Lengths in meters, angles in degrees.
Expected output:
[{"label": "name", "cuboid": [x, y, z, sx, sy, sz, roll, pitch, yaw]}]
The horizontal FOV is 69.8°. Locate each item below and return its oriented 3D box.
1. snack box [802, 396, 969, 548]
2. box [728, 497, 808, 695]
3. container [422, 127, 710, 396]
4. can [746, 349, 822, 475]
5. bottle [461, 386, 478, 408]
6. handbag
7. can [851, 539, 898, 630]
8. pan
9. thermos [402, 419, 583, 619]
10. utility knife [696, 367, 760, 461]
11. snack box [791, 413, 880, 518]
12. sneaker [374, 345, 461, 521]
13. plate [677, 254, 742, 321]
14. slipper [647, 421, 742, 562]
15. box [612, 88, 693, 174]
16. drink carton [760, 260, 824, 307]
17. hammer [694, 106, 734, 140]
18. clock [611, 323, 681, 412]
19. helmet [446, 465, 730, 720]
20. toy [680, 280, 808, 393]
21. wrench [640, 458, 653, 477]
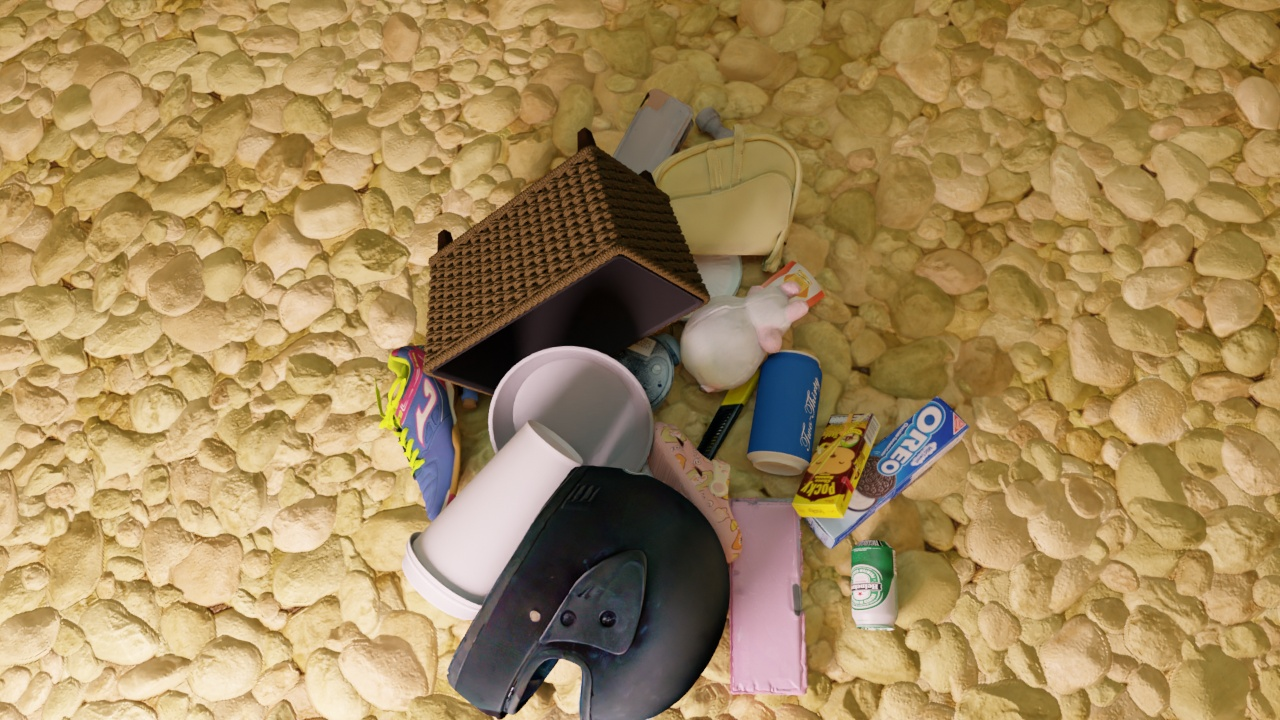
[{"label": "snack box", "cuboid": [0.302, 0.139, 1.136, 0.226, 0.059, 0.059, -37, 67, -9]}, {"label": "box", "cuboid": [0.151, 0.281, 1.106, 0.098, 0.037, 0.232, 1, 70, 4]}, {"label": "container", "cuboid": [-0.108, -0.114, 1.137, 0.322, 0.176, 0.204, -28, 58, 29]}, {"label": "can", "cuboid": [0.183, 0.067, 1.160, 0.079, 0.079, 0.146, 9, 71, 8]}, {"label": "bottle", "cuboid": [-0.227, 0.000, 1.235, 0.048, 0.048, 0.131, -2, 69, 4]}, {"label": "handbag", "cuboid": [0.106, -0.211, 1.228, 0.232, 0.089, 0.190, -3, 83, -17]}, {"label": "can", "cuboid": [0.278, 0.267, 1.092, 0.053, 0.053, 0.101, 2, 69, 5]}, {"label": "pan", "cuboid": [-0.136, 0.134, 1.140, 0.201, 0.050, 0.357, 41, 103, -8]}, {"label": "thermos", "cuboid": [-0.168, 0.181, 1.076, 0.131, 0.131, 0.222, 39, 94, 17]}, {"label": "utility knife", "cuboid": [0.097, 0.096, 1.188, 0.029, 0.020, 0.213, 24, 74, 31]}, {"label": "snack box", "cuboid": [0.238, 0.125, 1.108, 0.061, 0.025, 0.148, -6, 39, 42]}, {"label": "sneaker", "cuboid": [-0.288, 0.094, 1.184, 0.091, 0.117, 0.241, 2, 63, -25]}, {"label": "plate", "cuboid": [0.062, -0.128, 1.262, 0.157, 0.014, 0.156, 1, 76, -6]}, {"label": "slipper", "cuboid": [0.079, 0.149, 1.119, 0.081, 0.093, 0.197, -24, 62, -19]}, {"label": "box", "cuboid": [-0.002, -0.275, 1.281, 0.081, 0.063, 0.216, 28, 76, 1]}, {"label": "drink carton", "cuboid": [0.180, -0.076, 1.241, 0.122, 0.039, 0.069, -38, 72, -3]}, {"label": "hammer", "cuboid": [0.020, -0.230, 1.309, 0.312, 0.035, 0.139, -35, 73, -8]}, {"label": "clock", "cuboid": [-0.007, 0.007, 1.208, 0.118, 0.060, 0.161, 22, 72, 11]}, {"label": "helmet", "cuboid": [-0.036, 0.283, 1.012, 0.236, 0.249, 0.316, 31, 83, 10]}, {"label": "toy", "cuboid": [0.130, -0.040, 1.175, 0.180, 0.101, 0.138, -30, 39, 16]}, {"label": "wrench", "cuboid": [-0.053, 0.211, 1.163, 0.273, 0.009, 0.047, -44, 72, -11]}]
